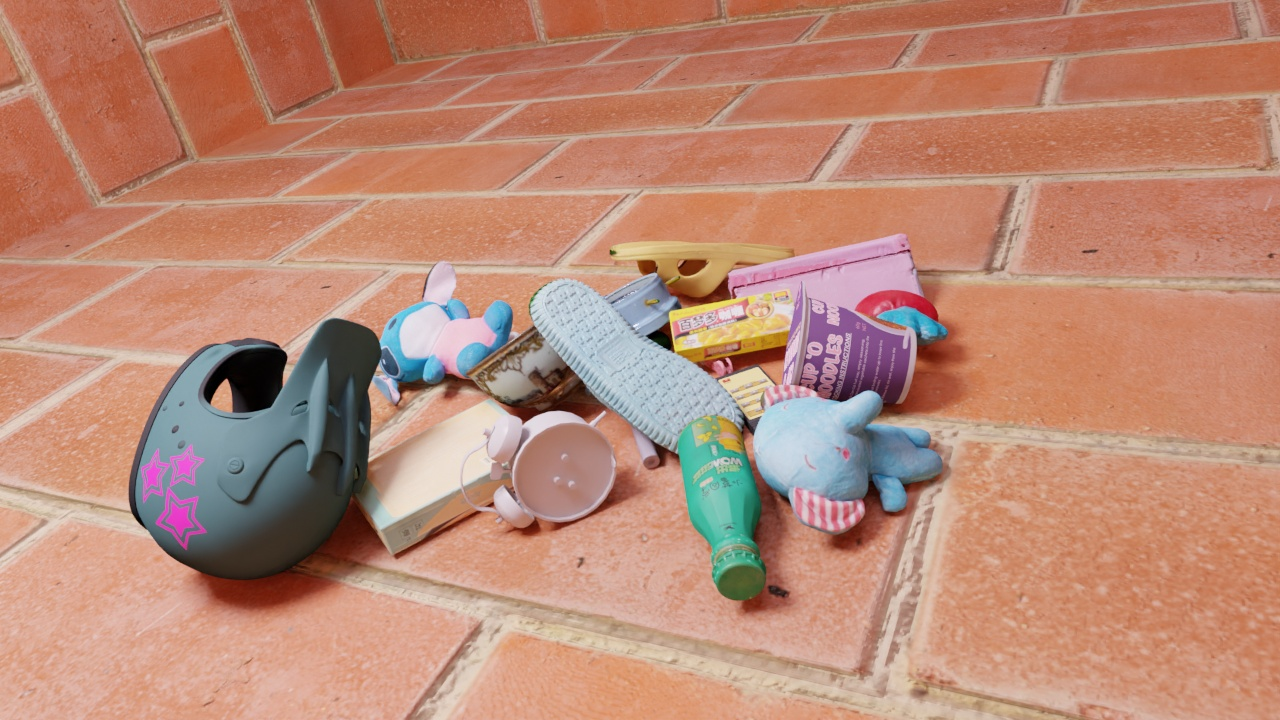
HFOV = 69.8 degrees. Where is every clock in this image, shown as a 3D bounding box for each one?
[{"bbox_3d":[-0.023,-0.058,1.203,0.162,0.060,0.117,-22,14,26],"label":"clock"},{"bbox_3d":[-0.100,0.109,0.918,0.159,0.120,0.061,-11,19,-18],"label":"clock"}]

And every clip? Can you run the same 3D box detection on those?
[{"bbox_3d":[0.098,0.000,1.117,0.060,0.023,0.045,14,39,45],"label":"clip"}]

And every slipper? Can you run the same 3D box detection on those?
[{"bbox_3d":[-0.013,0.016,1.006,0.276,0.070,0.115,40,51,10],"label":"slipper"},{"bbox_3d":[0.089,-0.126,1.272,0.263,0.078,0.099,-1,6,-14],"label":"slipper"}]

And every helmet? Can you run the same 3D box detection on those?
[{"bbox_3d":[-0.379,0.088,0.945,0.200,0.176,0.274,6,71,17],"label":"helmet"}]

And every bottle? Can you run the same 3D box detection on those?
[{"bbox_3d":[0.077,0.133,0.848,0.068,0.068,0.209,-12,30,3],"label":"bottle"},{"bbox_3d":[-0.007,0.007,1.134,0.033,0.033,0.122,11,38,35],"label":"bottle"}]

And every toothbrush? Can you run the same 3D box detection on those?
[{"bbox_3d":[-0.009,0.053,1.041,0.018,0.019,0.187,-14,38,-5],"label":"toothbrush"}]

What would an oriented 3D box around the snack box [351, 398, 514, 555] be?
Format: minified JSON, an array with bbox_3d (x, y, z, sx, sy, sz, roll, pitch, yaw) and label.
[{"bbox_3d":[-0.215,0.120,1.011,0.193,0.044,0.141,-27,32,-23],"label":"snack box"}]

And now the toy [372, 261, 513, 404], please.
[{"bbox_3d":[-0.261,-0.034,1.228,0.192,0.099,0.223,0,50,25],"label":"toy"}]

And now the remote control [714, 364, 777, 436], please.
[{"bbox_3d":[0.133,0.046,1.029,0.058,0.013,0.133,-19,30,-10],"label":"remote control"}]

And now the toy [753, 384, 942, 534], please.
[{"bbox_3d":[0.197,0.080,0.864,0.180,0.115,0.183,-3,40,-5],"label":"toy"}]

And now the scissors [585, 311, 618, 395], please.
[{"bbox_3d":[-0.064,-0.010,1.141,0.125,0.016,0.123,-49,52,19],"label":"scissors"}]

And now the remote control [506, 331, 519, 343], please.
[{"bbox_3d":[-0.169,-0.006,1.231,0.050,0.022,0.133,-23,31,-16],"label":"remote control"}]

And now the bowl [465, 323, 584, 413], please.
[{"bbox_3d":[-0.117,0.006,1.095,0.160,0.094,0.160,-36,5,3],"label":"bowl"}]

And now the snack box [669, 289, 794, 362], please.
[{"bbox_3d":[0.113,-0.041,1.114,0.152,0.025,0.075,-11,43,5],"label":"snack box"}]

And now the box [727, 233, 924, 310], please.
[{"bbox_3d":[0.236,-0.078,1.186,0.232,0.115,0.106,-12,-10,2],"label":"box"}]

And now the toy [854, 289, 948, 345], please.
[{"bbox_3d":[0.301,-0.045,1.059,0.092,0.062,0.132,-4,20,-3],"label":"toy"}]

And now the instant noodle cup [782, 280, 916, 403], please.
[{"bbox_3d":[0.223,-0.011,0.978,0.122,0.122,0.136,9,78,4],"label":"instant noodle cup"}]
